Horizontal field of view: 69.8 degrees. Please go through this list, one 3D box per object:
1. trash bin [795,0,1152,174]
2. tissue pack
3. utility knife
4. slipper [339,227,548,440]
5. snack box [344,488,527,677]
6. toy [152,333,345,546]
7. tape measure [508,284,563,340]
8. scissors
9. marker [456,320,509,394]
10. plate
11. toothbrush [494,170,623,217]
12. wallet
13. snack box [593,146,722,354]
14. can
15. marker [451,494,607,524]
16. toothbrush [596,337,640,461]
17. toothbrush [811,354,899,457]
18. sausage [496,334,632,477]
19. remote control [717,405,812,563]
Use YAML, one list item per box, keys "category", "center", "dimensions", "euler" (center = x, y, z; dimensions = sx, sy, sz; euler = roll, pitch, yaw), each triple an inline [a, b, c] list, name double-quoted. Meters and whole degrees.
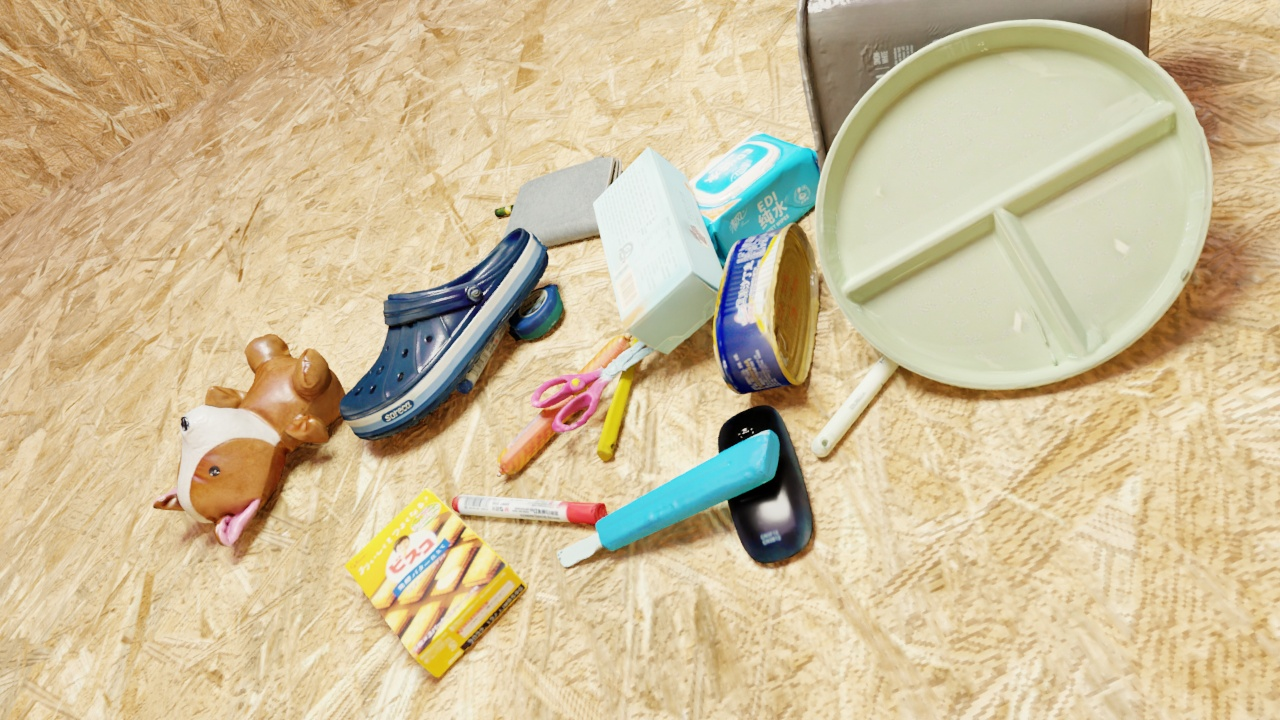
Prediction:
- category: "trash bin"
  center: [0.251, -0.229, 0.679]
  dimensions: [0.220, 0.199, 0.198]
  euler: [3, 45, 27]
- category: "tissue pack"
  center: [0.089, -0.144, 0.815]
  dimensions: [0.140, 0.063, 0.090]
  euler: [-39, 36, -8]
- category: "utility knife"
  center: [0.012, 0.098, 0.610]
  dimensions: [0.186, 0.018, 0.034]
  euler: [-30, 39, 25]
- category: "slipper"
  center: [-0.189, -0.036, 0.853]
  dimensions: [0.252, 0.095, 0.105]
  euler: [-49, 20, -13]
- category: "snack box"
  center: [-0.153, 0.158, 0.676]
  dimensions: [0.086, 0.034, 0.140]
  euler: [-44, 36, -16]
- category: "toy"
  center: [-0.374, 0.072, 0.878]
  dimensions: [0.140, 0.130, 0.199]
  euler: [14, 66, 39]
- category: "tape measure"
  center: [-0.099, -0.044, 0.875]
  dimensions: [0.058, 0.025, 0.054]
  euler: [-34, 36, 13]
- category: "scissors"
  center: [-0.021, 0.013, 0.730]
  dimensions: [0.137, 0.017, 0.076]
  euler: [-28, 38, -5]
- category: "marker"
  center: [-0.142, -0.025, 0.893]
  dimensions: [0.017, 0.017, 0.145]
  euler: [-5, 45, 33]
- category: "plate"
  center: [0.225, -0.096, 0.577]
  dimensions: [0.231, 0.027, 0.230]
  euler: [-1, 87, 27]
- category: "toothbrush"
  center: [-0.094, -0.188, 1.046]
  dimensions: [0.186, 0.012, 0.017]
  euler: [-7, 82, 32]
- category: "wallet"
  center: [-0.082, -0.167, 0.997]
  dimensions: [0.130, 0.037, 0.106]
  euler: [-9, 53, 31]
- category: "snack box"
  center: [0.014, -0.093, 0.753]
  dimensions: [0.074, 0.051, 0.174]
  euler: [-40, 41, 25]
- category: "can"
  center: [0.095, -0.040, 0.681]
  dimensions: [0.049, 0.074, 0.147]
  euler: [-13, 41, 29]
- category: "marker"
  center: [-0.087, 0.112, 0.692]
  dimensions: [0.145, 0.017, 0.017]
  euler: [-3, 45, 35]
- category: "toothbrush"
  center: [-0.004, 0.004, 0.755]
  dimensions: [0.017, 0.016, 0.189]
  euler: [-5, 44, 24]
- category: "toothbrush"
  center: [0.175, -0.005, 0.627]
  dimensions: [0.189, 0.029, 0.020]
  euler: [-47, -4, -17]
- category: "sausage"
  center: [-0.061, 0.035, 0.756]
  dimensions: [0.165, 0.021, 0.021]
  euler: [-46, 38, -17]
- category: "remote control"
  center: [0.078, 0.073, 0.604]
  dimensions: [0.053, 0.024, 0.136]
  euler: [-25, 36, 13]
